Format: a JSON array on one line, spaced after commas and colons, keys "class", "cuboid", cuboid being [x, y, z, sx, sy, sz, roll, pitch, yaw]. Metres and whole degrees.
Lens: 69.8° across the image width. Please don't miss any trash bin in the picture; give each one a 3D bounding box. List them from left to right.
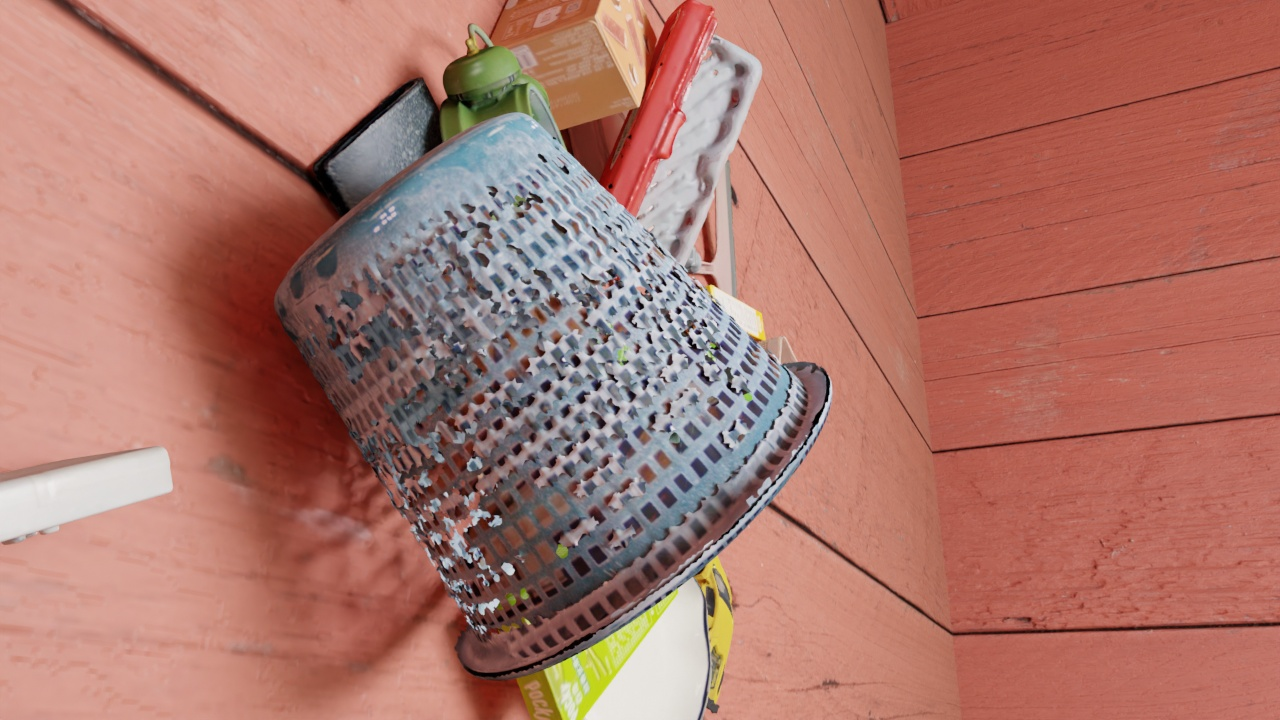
[{"class": "trash bin", "cuboid": [-0.055, 0.001, 0.445, 0.195, 0.227, 0.225, 52, 30, -8]}]

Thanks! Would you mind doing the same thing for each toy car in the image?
[{"class": "toy car", "cuboid": [0.056, 0.230, 0.807, 0.155, 0.041, 0.071, -74, 146, -46]}]

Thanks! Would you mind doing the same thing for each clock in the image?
[{"class": "clock", "cuboid": [-0.082, -0.135, 0.586, 0.116, 0.056, 0.161, -4, 76, -83]}]

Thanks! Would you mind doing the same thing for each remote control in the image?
[{"class": "remote control", "cuboid": [-0.212, 0.050, 0.258, 0.149, 0.058, 0.021, -18, 98, -65]}]

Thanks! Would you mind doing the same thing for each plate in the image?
[{"class": "plate", "cuboid": [-0.024, 0.175, 0.634, 0.266, 0.034, 0.161, 58, 37, -33]}, {"class": "plate", "cuboid": [-0.004, -0.205, 0.854, 0.229, 0.028, 0.229, -8, 90, -66]}]

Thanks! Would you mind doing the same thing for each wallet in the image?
[{"class": "wallet", "cuboid": [-0.134, -0.098, 0.538, 0.097, 0.019, 0.120, 65, 30, -32]}]

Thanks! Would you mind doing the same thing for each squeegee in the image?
[{"class": "squeegee", "cuboid": [0.059, -0.098, 0.924, 0.249, 0.040, 0.247, -6, 94, -75]}]

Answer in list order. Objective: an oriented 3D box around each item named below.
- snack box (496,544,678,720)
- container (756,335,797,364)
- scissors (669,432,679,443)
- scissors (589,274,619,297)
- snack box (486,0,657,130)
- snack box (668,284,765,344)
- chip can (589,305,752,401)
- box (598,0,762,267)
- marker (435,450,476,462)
[{"class": "snack box", "cuboid": [-0.028, 0.150, 0.572, 0.156, 0.026, 0.086, -37, 112, -58]}, {"class": "container", "cuboid": [0.094, 0.041, 0.873, 0.090, 0.111, 0.090, 57, 33, -42]}, {"class": "scissors", "cuboid": [0.018, 0.045, 0.756, 0.180, 0.019, 0.170, 28, 52, -57]}, {"class": "scissors", "cuboid": [-0.043, 0.001, 0.704, 0.221, 0.022, 0.233, 64, 29, -22]}, {"class": "snack box", "cuboid": [-0.049, -0.234, 0.684, 0.077, 0.093, 0.094, 57, 33, -42]}, {"class": "snack box", "cuboid": [0.052, -0.033, 0.839, 0.140, 0.087, 0.033, 13, 68, -65]}, {"class": "chip can", "cuboid": [-0.004, 0.004, 0.651, 0.235, 0.072, 0.072, 17, 65, -48]}, {"class": "box", "cuboid": [0.032, -0.169, 0.732, 0.102, 0.100, 0.201, -139, -109, -76]}, {"class": "marker", "cuboid": [-0.095, 0.056, 0.572, 0.123, 0.015, 0.018, 15, 69, -61]}]
